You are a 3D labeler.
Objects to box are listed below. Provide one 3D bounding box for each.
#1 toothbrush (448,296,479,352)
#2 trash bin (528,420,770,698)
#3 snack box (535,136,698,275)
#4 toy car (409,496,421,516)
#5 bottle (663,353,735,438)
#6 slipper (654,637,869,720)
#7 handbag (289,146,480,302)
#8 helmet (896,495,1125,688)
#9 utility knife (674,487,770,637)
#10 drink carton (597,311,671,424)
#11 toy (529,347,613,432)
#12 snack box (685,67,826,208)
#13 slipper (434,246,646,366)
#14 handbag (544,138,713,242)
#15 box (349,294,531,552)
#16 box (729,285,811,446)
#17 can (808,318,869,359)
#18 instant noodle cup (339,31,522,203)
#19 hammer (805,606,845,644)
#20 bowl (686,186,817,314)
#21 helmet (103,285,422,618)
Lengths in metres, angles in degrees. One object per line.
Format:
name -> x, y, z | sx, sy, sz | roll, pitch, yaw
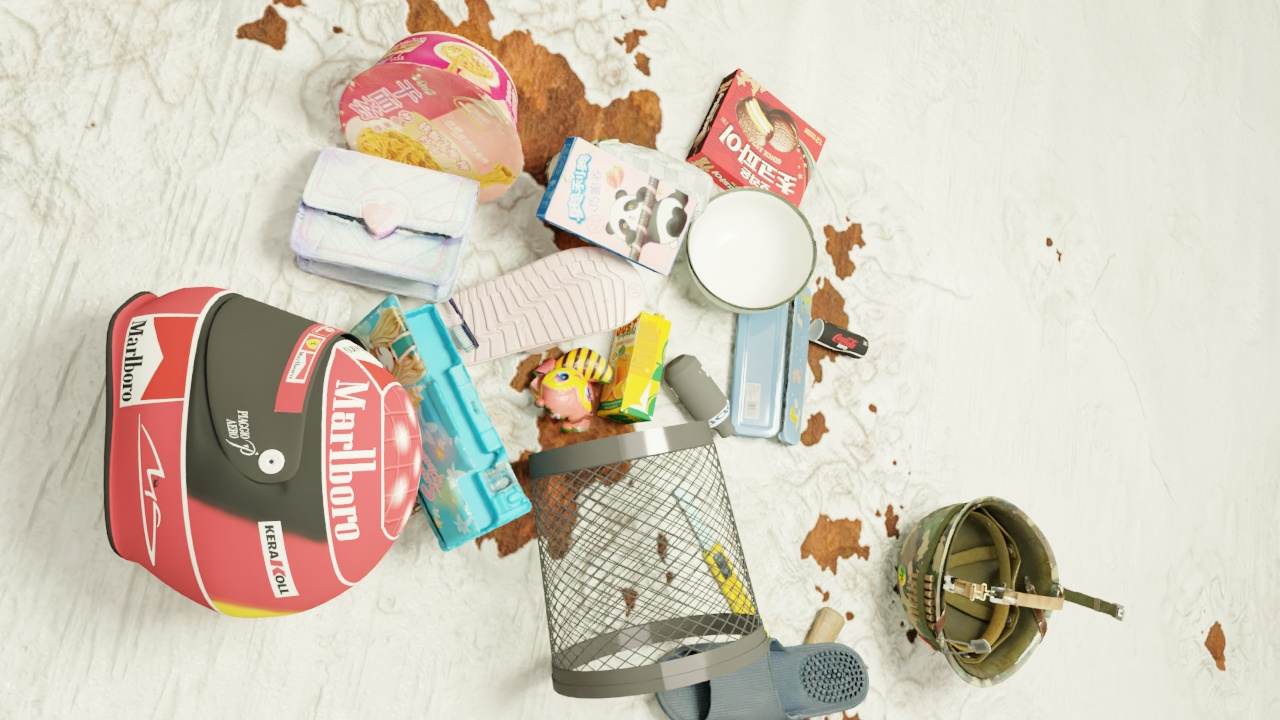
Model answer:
toothbrush -> -0.214, -0.090, 0.925 | 0.017, 0.016, 0.189 | -31, 82, -1
trash bin -> 0.000, 0.190, 0.921 | 0.217, 0.218, 0.227 | -7, 83, -30
snack box -> -0.023, -0.155, 0.938 | 0.154, 0.033, 0.088 | 23, 90, -29
toy car -> -0.237, 0.131, 0.887 | 0.111, 0.047, 0.047 | -32, 94, -28
bottle -> 0.072, 0.043, 1.071 | 0.046, 0.047, 0.112 | -45, 105, -26
slipper -> 0.147, 0.359, 1.022 | 0.263, 0.083, 0.101 | 2, 65, -17
handbag -> -0.245, -0.136, 0.886 | 0.158, 0.069, 0.126 | 13, 74, -5
helmet -> 0.424, 0.282, 1.122 | 0.192, 0.237, 0.224 | 10, 68, -23
utility knife -> 0.095, 0.246, 1.078 | 0.030, 0.019, 0.227 | -34, 97, -37
drink carton -> -0.006, 0.006, 1.025 | 0.041, 0.058, 0.122 | 19, 75, -26
toy -> -0.076, 0.029, 0.992 | 0.084, 0.046, 0.103 | 36, 55, 4
snack box -> 0.148, -0.267, 1.160 | 0.152, 0.036, 0.132 | 32, 69, -22
slipper -> -0.114, -0.055, 0.974 | 0.239, 0.064, 0.094 | -17, 90, -12
handbag -> -0.010, -0.178, 1.021 | 0.171, 0.113, 0.123 | 8, 90, -28
box -> -0.179, 0.050, 0.843 | 0.097, 0.117, 0.226 | -24, 83, -28
box -> 0.170, -0.004, 1.132 | 0.122, 0.047, 0.209 | 12, 78, -28
can -> 0.257, -0.027, 1.191 | 0.080, 0.032, 0.031 | 19, 74, -26
instant noodle cup -> -0.195, -0.242, 0.900 | 0.178, 0.179, 0.077 | 27, 54, -23
hammer -> 0.158, 0.425, 1.077 | 0.132, 0.040, 0.304 | 44, 65, -20
bowl -> 0.126, -0.123, 1.093 | 0.153, 0.073, 0.153 | 1, 76, -4
helmet -> -0.296, 0.072, 0.756 | 0.224, 0.197, 0.271 | -1, 87, -1
